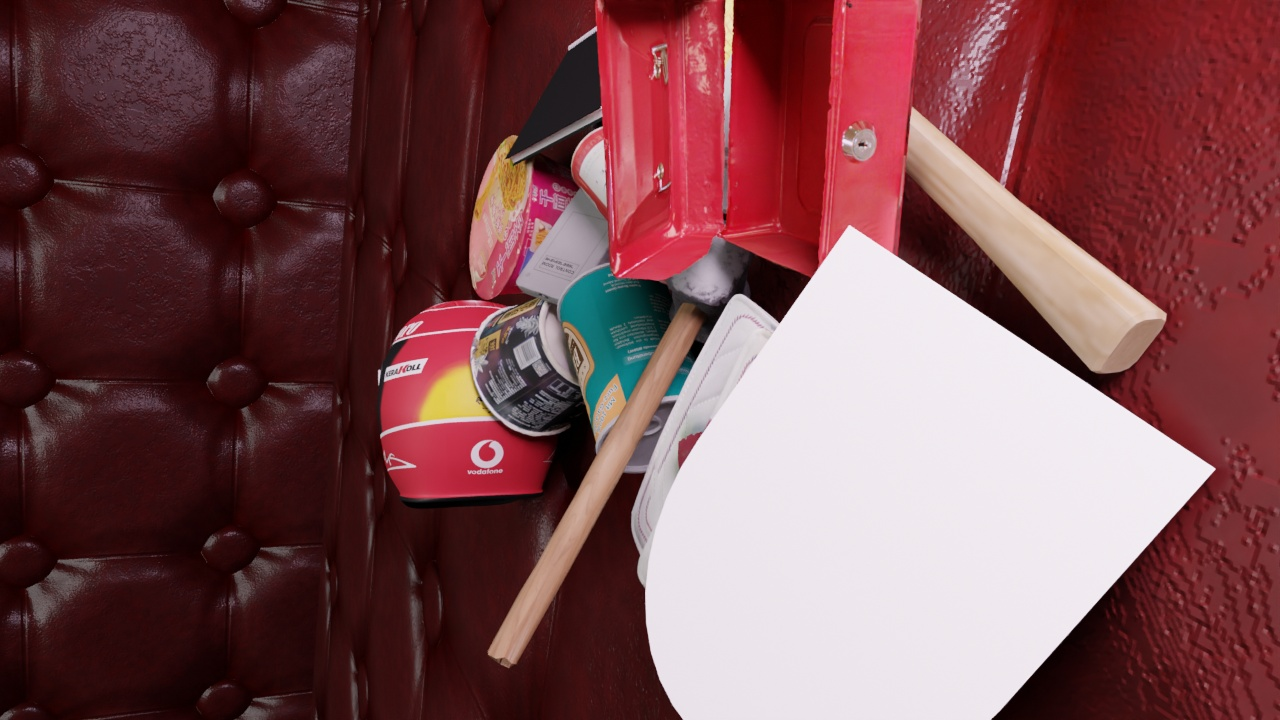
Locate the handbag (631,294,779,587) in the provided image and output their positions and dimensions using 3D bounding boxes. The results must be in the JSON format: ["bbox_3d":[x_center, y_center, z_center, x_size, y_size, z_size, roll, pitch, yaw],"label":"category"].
[{"bbox_3d":[0.075,0.074,0.572,0.199,0.096,0.142,-67,30,21],"label":"handbag"}]

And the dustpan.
[{"bbox_3d":[0.112,0.094,0.469,0.191,0.053,0.258,42,106,28],"label":"dustpan"}]

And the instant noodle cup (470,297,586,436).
[{"bbox_3d":[-0.076,-0.006,0.874,0.113,0.137,0.137,-27,64,50],"label":"instant noodle cup"}]

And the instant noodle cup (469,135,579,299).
[{"bbox_3d":[-0.121,-0.148,1.006,0.179,0.077,0.178,-26,60,56],"label":"instant noodle cup"}]

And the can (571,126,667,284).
[{"bbox_3d":[0.005,-0.128,0.752,0.170,0.067,0.067,54,136,38],"label":"can"}]

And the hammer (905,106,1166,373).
[{"bbox_3d":[0.154,-0.114,0.500,0.322,0.051,0.118,-118,34,-41],"label":"hammer"}]

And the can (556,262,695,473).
[{"bbox_3d":[-0.004,0.004,0.750,0.099,0.099,0.143,-60,38,44],"label":"can"}]

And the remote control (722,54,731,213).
[{"bbox_3d":[0.074,-0.174,0.657,0.024,0.049,0.144,57,137,48],"label":"remote control"}]

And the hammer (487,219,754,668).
[{"bbox_3d":[-0.011,0.053,0.621,0.327,0.052,0.098,-61,-13,-14],"label":"hammer"}]

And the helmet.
[{"bbox_3d":[-0.190,0.048,1.017,0.271,0.197,0.224,152,116,-70],"label":"helmet"}]

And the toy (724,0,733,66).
[{"bbox_3d":[0.049,-0.257,0.703,0.170,0.064,0.155,40,112,49],"label":"toy"}]

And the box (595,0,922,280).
[{"bbox_3d":[0.074,-0.131,0.509,0.146,0.156,0.157,-52,-38,-62],"label":"box"}]

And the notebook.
[{"bbox_3d":[-0.049,-0.266,0.859,0.207,0.016,0.148,-2,58,60],"label":"notebook"}]

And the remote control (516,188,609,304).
[{"bbox_3d":[-0.045,-0.115,0.828,0.074,0.019,0.151,21,71,37],"label":"remote control"}]
